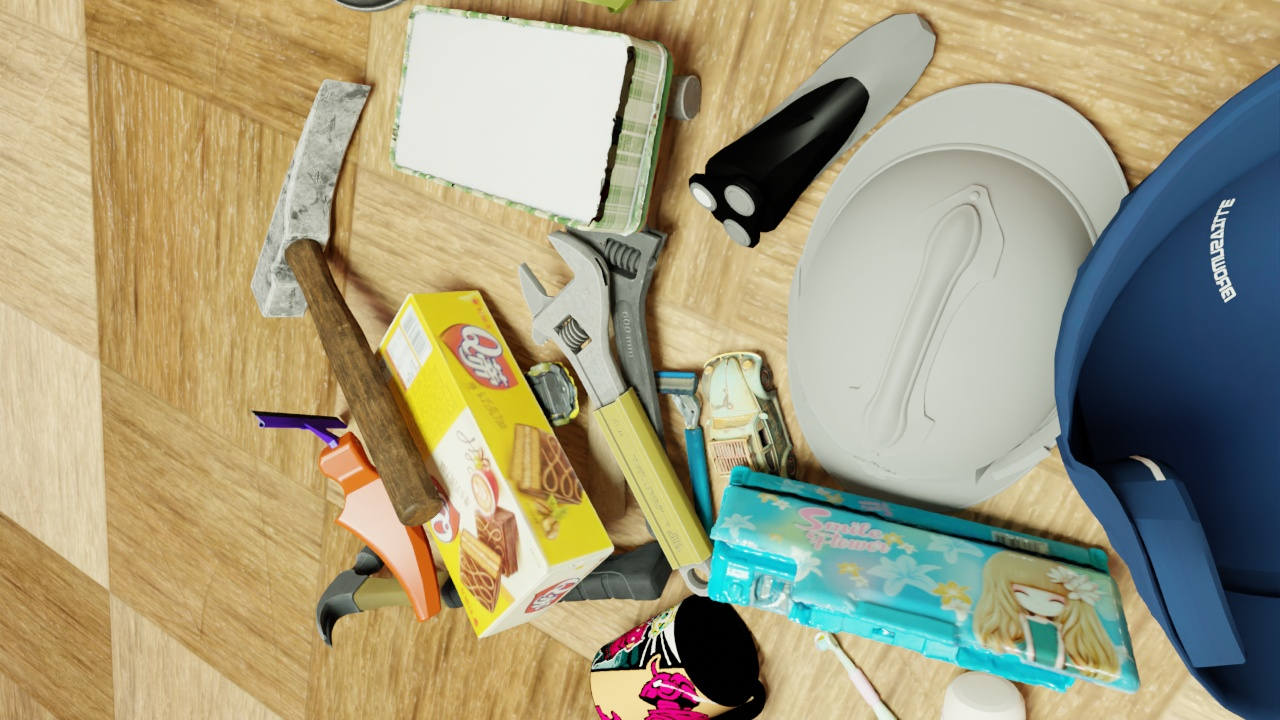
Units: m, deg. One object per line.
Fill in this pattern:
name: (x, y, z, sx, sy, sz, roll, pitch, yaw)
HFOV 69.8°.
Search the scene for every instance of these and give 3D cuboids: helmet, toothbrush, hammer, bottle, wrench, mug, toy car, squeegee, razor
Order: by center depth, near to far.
helmet: (0.279, -0.012, 0.354, 0.233, 0.222, 0.272, -13, 132, 18)
helmet: (0.151, -0.006, 0.497, 0.183, 0.117, 0.272, 23, 120, 21)
razor: (0.099, -0.133, 0.522, 0.156, 0.060, 0.057, -42, 97, 15)
bottle: (0.223, 0.277, 0.603, 0.051, 0.051, 0.146, 6, 111, 28)
toy car: (0.069, 0.051, 0.608, 0.047, 0.047, 0.112, -10, 104, 34)
wrench: (-0.008, 0.042, 0.624, 0.084, 0.018, 0.273, -21, 100, 40)
wrench: (-0.004, 0.004, 0.625, 0.073, 0.018, 0.273, 4, 114, 33)
toothbrush: (0.174, 0.255, 0.644, 0.154, 0.015, 0.022, 53, 159, 3)
hammer: (-0.021, -0.035, 0.647, 0.119, 0.030, 0.332, 12, 117, 26)
razor: (0.039, 0.075, 0.650, 0.042, 0.022, 0.144, 3, 111, 44)
hammer: (-0.200, -0.031, 0.668, 0.300, 0.037, 0.218, 57, 130, 28)
mug: (0.038, 0.240, 0.685, 0.118, 0.081, 0.098, 37, 126, -20)
toy car: (-0.080, 0.031, 0.690, 0.107, 0.030, 0.049, -19, 85, 47)
squeegee: (-0.205, 0.116, 0.707, 0.055, 0.250, 0.185, -28, 89, -7)
hammer: (-0.130, 0.183, 0.745, 0.334, 0.117, 0.025, -10, 115, 27)

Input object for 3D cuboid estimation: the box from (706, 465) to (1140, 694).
box: (0.147, 0.148, 0.529, 0.227, 0.121, 0.098, 12, 116, 12)

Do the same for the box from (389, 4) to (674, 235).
box: (-0.075, -0.156, 0.580, 0.206, 0.049, 0.118, 21, 105, 35)

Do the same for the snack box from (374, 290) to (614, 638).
snack box: (-0.119, 0.070, 0.667, 0.110, 0.061, 0.230, -49, 62, 38)

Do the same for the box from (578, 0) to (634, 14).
box: (0.020, -0.301, 0.473, 0.222, 0.080, 0.124, -37, 89, 29)

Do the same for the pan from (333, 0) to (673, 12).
pan: (-0.128, -0.300, 0.597, 0.357, 0.055, 0.188, 30, 120, 22)
